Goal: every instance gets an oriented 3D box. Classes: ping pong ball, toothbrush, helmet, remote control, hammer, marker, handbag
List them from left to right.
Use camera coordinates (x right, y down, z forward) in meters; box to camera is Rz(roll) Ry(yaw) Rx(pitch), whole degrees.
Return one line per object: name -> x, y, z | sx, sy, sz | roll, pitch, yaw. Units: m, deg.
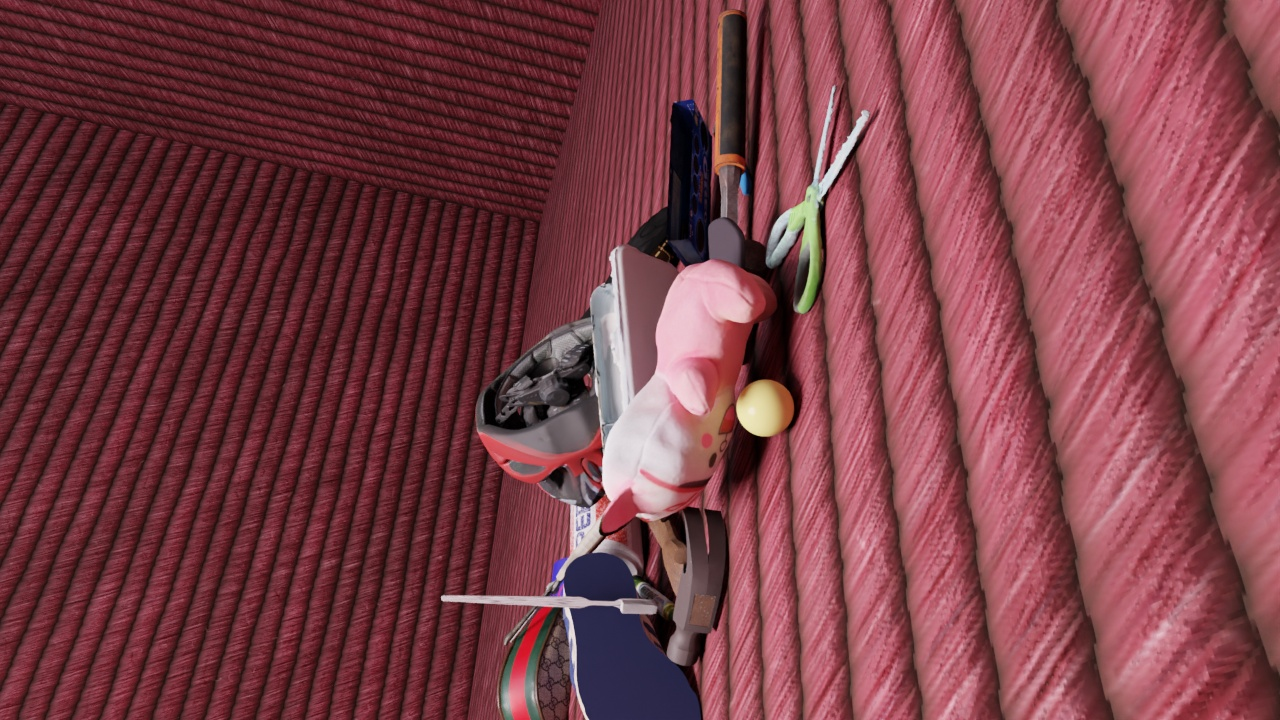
toothbrush -> -0.075, 0.204, 0.768 | 0.010, 0.181, 0.010 | -139, 55, -75
handbag -> -0.068, 0.316, 0.915 | 0.063, 0.138, 0.166 | -21, 27, 30
helmet -> -0.066, 0.043, 1.003 | 0.167, 0.217, 0.271 | 60, -172, -25
marker -> 0.012, 0.227, 0.883 | 0.146, 0.017, 0.017 | 167, 114, -76
hammer -> 0.024, 0.159, 0.860 | 0.323, 0.033, 0.115 | -129, 49, -76
hammer -> 0.081, -0.192, 0.866 | 0.138, 0.035, 0.313 | 126, 150, -64
remote control -> 0.071, -0.057, 0.757 | 0.046, 0.009, 0.124 | 32, 132, 54
toothbrush -> 0.091, -0.205, 0.917 | 0.166, 0.014, 0.016 | -97, 21, -55
ping pong ball -> 0.087, 0.033, 0.642 | 0.040, 0.040, 0.040 | -170, 91, -79

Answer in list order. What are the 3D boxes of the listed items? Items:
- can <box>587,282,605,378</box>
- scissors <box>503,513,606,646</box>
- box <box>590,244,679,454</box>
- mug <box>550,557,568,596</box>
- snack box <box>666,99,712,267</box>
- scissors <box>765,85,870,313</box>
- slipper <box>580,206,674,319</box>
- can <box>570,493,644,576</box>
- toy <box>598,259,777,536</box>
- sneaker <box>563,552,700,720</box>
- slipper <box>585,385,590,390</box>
can -> -0.040, -0.039, 1.293 | 0.054, 0.054, 0.135 | 135, 145, -70
scissors -> -0.058, 0.188, 0.888 | 0.186, 0.015, 0.180 | -41, -12, -52
box -> -0.004, 0.002, 0.810 | 0.124, 0.107, 0.215 | 47, -147, -69
mug -> -0.060, 0.284, 1.053 | 0.111, 0.079, 0.083 | 68, -159, -54
snack box -> 0.051, -0.178, 0.937 | 0.082, 0.027, 0.150 | 34, -123, -67
scissors -> 0.124, -0.117, 0.673 | 0.168, 0.023, 0.171 | 145, 137, -82
slipper -> -0.012, -0.073, 1.141 | 0.268, 0.075, 0.112 | -55, 17, 25
can -> -0.038, 0.185, 1.010 | 0.136, 0.078, 0.078 | -95, 20, -54
toy -> 0.033, 0.029, 0.686 | 0.141, 0.084, 0.213 | -10, -60, -76
sneaker -> -0.016, 0.289, 0.790 | 0.233, 0.091, 0.119 | -123, 28, -52
slipper -> -0.047, 0.150, 1.143 | 0.104, 0.059, 0.248 | 142, 122, -71
